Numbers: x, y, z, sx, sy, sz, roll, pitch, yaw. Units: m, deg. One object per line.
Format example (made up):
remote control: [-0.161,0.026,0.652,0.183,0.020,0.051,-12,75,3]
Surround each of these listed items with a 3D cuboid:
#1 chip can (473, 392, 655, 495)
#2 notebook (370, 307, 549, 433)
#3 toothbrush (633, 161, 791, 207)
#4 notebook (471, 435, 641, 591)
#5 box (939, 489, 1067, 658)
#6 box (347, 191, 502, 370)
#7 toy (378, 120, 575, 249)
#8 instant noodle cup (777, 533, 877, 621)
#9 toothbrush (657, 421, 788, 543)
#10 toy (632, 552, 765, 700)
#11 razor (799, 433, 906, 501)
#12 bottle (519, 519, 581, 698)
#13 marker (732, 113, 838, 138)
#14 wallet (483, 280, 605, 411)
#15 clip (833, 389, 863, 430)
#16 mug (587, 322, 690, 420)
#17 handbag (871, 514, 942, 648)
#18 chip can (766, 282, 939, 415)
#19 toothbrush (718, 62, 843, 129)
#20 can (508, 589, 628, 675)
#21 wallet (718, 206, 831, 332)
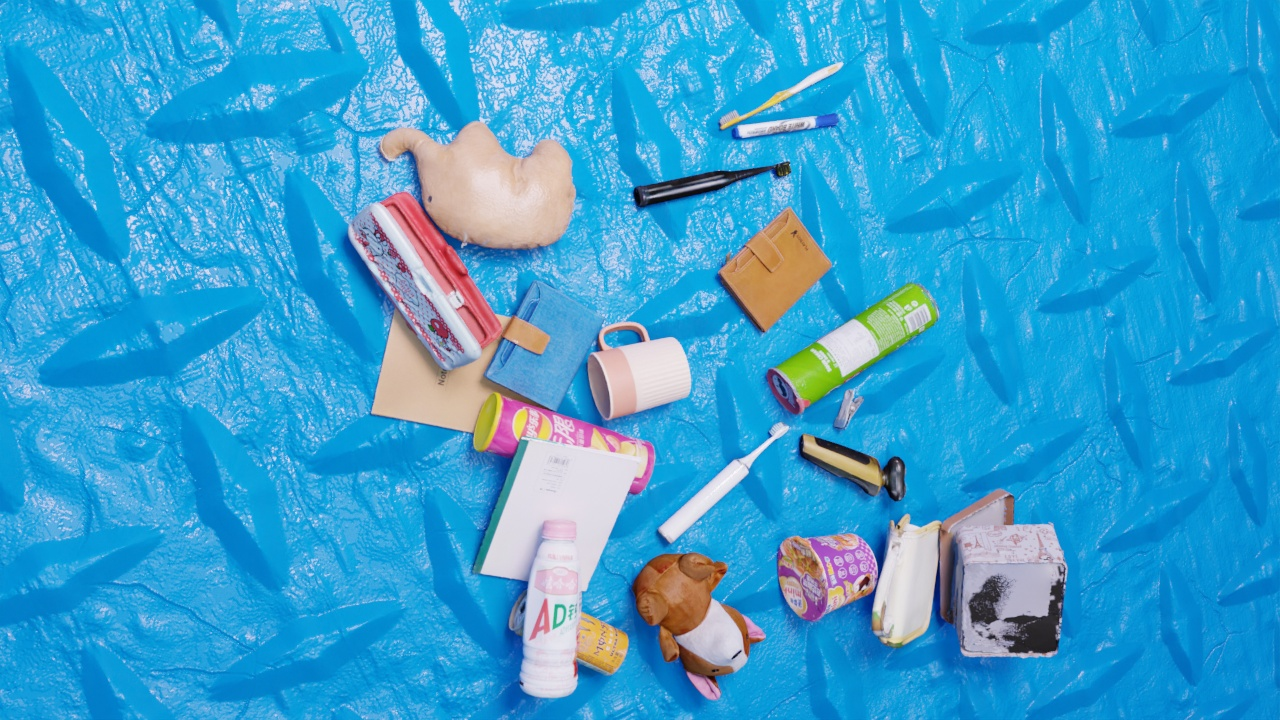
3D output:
chip can: [-0.089,0.103,1.101,0.210,0.071,0.071,20,90,-23]
notebook: [-0.201,0.013,1.096,0.207,0.008,0.148,13,92,-19]
toothbrush: [0.094,-0.225,1.152,0.212,0.026,0.027,-14,88,-16]
notebook: [-0.102,0.188,1.102,0.150,0.012,0.210,13,117,-19]
box: [0.492,0.292,1.281,0.151,0.168,0.182,-2,120,13]
box: [-0.236,-0.088,1.017,0.095,0.099,0.201,-36,103,-13]
toy: [-0.185,-0.198,1.042,0.225,0.083,0.143,10,78,-17]
instant noodle cup: [0.254,0.282,1.226,0.099,0.112,0.111,-7,99,-24]
toothbrush: [0.112,0.157,1.203,0.221,0.026,0.027,-41,145,-9]
toy: [0.080,0.334,1.172,0.140,0.130,0.199,-39,116,-16]
razor: [0.288,0.138,1.245,0.167,0.062,0.068,23,121,-14]
bottle: [-0.102,0.287,1.072,0.068,0.068,0.197,4,87,-18]
marker: [0.186,-0.301,1.176,0.145,0.017,0.017,-11,100,-16]
wallet: [-0.114,-0.018,1.096,0.106,0.040,0.133,29,87,-23]
clip: [0.281,0.067,1.248,0.028,0.024,0.056,31,83,-22]
mug: [-0.007,0.007,1.126,0.105,0.082,0.114,-13,71,-18]
handbag: [0.343,0.297,1.232,0.178,0.063,0.163,-1,98,-56]
chip can: [0.282,-0.017,1.212,0.235,0.072,0.072,-31,105,-12]
toothbrush: [0.180,-0.341,1.170,0.191,0.016,0.018,-30,96,-11]
can: [-0.088,0.339,1.145,0.146,0.058,0.058,31,87,-19]
wallet: [0.169,-0.122,1.187,0.130,0.035,0.119,-44,113,-9]
